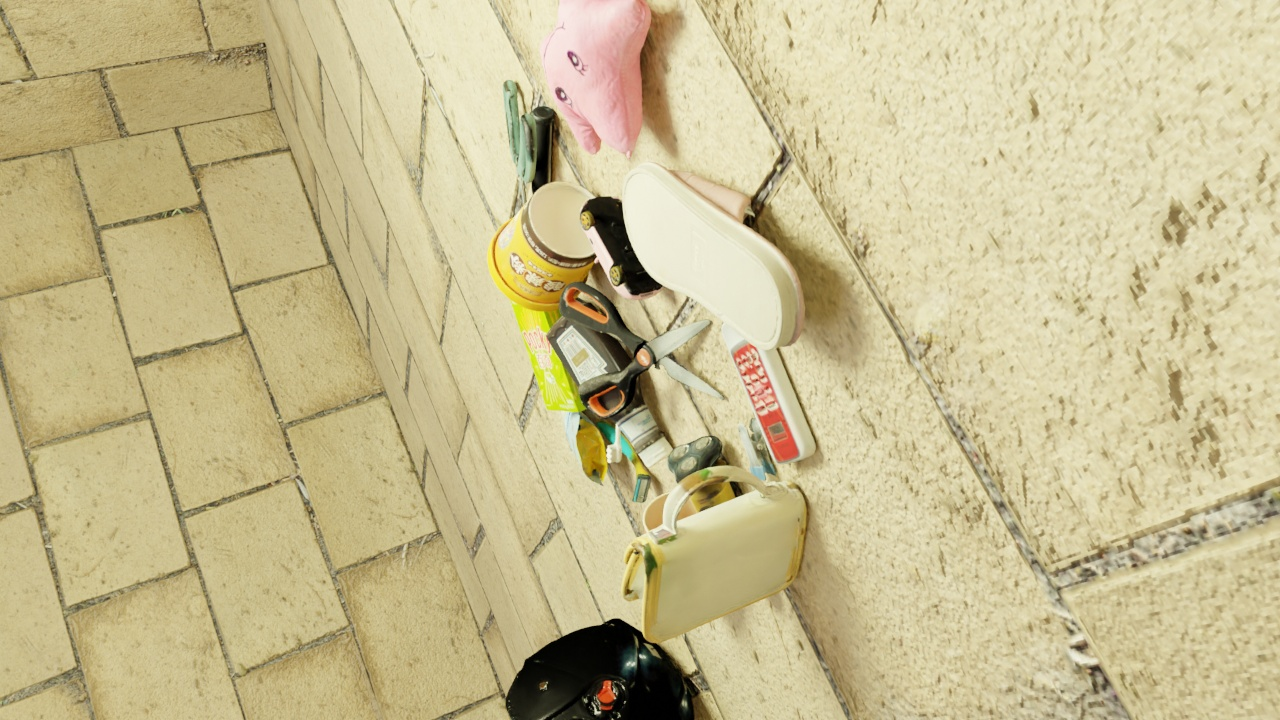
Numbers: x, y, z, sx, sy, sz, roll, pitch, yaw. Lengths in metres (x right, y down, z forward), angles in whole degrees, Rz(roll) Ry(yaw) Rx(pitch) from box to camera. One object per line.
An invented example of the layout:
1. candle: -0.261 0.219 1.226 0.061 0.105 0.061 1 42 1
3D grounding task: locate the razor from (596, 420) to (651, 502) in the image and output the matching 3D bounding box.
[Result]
1. razor: -0.021 0.116 1.131 0.132 0.028 0.043 52 144 44

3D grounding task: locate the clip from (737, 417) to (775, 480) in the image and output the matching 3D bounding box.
1. clip: 0.106 0.081 0.838 0.026 0.036 0.058 -5 106 69

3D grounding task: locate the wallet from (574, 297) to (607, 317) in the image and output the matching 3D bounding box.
1. wallet: -0.071 -0.015 1.120 0.101 0.032 0.125 36 138 37

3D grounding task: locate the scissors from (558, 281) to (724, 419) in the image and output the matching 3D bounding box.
1. scissors: -0.012 -0.009 0.944 0.228 0.021 0.222 51 137 15

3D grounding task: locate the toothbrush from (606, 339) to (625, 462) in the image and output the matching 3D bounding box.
1. toothbrush: -0.028 0.040 1.075 0.016 0.016 0.180 39 131 53

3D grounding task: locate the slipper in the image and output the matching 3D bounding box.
1. slipper: 0.059 -0.094 0.759 0.274 0.054 0.114 44 145 53

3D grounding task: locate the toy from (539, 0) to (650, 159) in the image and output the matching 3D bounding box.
1. toy: -0.036 -0.264 0.817 0.178 0.074 0.195 66 156 11

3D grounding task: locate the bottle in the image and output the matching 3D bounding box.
1. bottle: -0.030 0.031 1.034 0.195 0.043 0.080 56 137 7

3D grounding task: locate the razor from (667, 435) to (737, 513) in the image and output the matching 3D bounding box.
1. razor: 0.080 0.158 0.904 0.062 0.067 0.167 -23 93 28

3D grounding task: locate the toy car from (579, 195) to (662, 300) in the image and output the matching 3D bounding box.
1. toy car: -0.020 -0.112 0.923 0.122 0.056 0.037 63 149 21

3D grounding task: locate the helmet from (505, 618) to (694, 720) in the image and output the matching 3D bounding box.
1. helmet: -0.039 0.472 1.196 0.275 0.229 0.234 31 145 43

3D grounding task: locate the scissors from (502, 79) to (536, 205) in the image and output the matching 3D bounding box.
1. scissors: -0.140 -0.263 1.070 0.170 0.019 0.171 145 118 -74

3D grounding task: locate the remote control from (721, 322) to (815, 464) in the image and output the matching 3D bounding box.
1. remote control: 0.107 0.023 0.784 0.136 0.020 0.056 68 158 6

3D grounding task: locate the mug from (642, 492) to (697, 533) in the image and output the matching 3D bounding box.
1. mug: 0.060 0.210 0.976 0.115 0.081 0.106 18 131 26

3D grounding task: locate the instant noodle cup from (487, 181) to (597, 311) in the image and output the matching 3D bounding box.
1. instant noodle cup: -0.097 -0.130 1.016 0.115 0.118 0.118 -40 71 57

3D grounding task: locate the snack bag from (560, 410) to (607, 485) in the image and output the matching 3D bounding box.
1. snack bag: -0.084 0.094 1.230 0.191 0.039 0.110 -140 26 -71

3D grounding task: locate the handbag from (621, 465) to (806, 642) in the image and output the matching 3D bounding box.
1. handbag: 0.064 0.148 0.796 0.063 0.163 0.179 51 148 42

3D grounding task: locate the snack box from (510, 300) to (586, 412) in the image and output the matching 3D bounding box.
1. snack box: -0.111 -0.013 1.129 0.086 0.026 0.156 1 111 57

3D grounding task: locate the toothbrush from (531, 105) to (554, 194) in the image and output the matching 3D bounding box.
1. toothbrush: -0.120 -0.209 1.110 0.213 0.026 0.027 99 -176 -48
